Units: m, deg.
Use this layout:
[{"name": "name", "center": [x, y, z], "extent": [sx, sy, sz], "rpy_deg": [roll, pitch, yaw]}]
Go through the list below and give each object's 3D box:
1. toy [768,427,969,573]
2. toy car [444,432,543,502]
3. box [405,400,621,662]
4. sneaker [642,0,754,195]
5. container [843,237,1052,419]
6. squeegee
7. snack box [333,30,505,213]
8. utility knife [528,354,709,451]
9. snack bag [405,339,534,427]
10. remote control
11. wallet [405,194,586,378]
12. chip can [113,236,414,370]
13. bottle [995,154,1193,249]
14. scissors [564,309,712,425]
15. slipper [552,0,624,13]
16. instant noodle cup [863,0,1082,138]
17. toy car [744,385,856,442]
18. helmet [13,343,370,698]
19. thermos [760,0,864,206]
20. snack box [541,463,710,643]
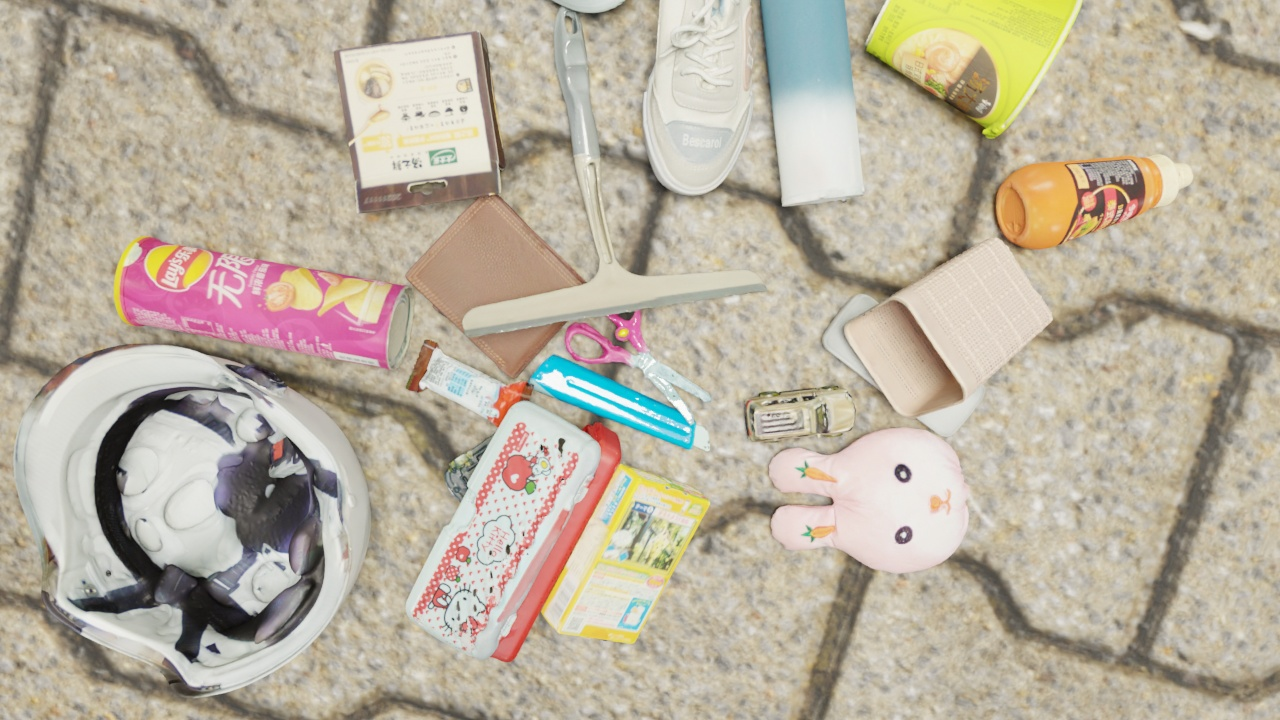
[{"name": "toy", "center": [0.185, 0.115, 0.747], "extent": [0.159, 0.054, 0.121], "rpy_deg": [-4, 97, 9]}, {"name": "toy car", "center": [-0.117, 0.081, 0.752], "extent": [0.090, 0.034, 0.043], "rpy_deg": [-38, 91, -10]}, {"name": "box", "center": [-0.101, 0.130, 0.724], "extent": [0.101, 0.095, 0.201], "rpy_deg": [27, 98, -8]}, {"name": "sneaker", "center": [0.053, -0.246, 0.678], "extent": [0.089, 0.091, 0.242], "rpy_deg": [1, 95, -13]}, {"name": "container", "center": [0.235, -0.027, 0.694], "extent": [0.110, 0.090, 0.090], "rpy_deg": [-32, 87, -20]}, {"name": "squeegee", "center": [-0.040, -0.155, 0.721], "extent": [0.246, 0.039, 0.246], "rpy_deg": [-10, 89, -19]}, {"name": "snack box", "center": [-0.169, -0.182, 0.712], "extent": [0.113, 0.053, 0.125], "rpy_deg": [-7, 97, 1]}, {"name": "utility knife", "center": [-0.014, 0.038, 0.754], "extent": [0.159, 0.018, 0.034], "rpy_deg": [23, 82, -3]}, {"name": "snack bag", "center": [-0.138, 0.021, 0.741], "extent": [0.104, 0.026, 0.048], "rpy_deg": [21, 90, 18]}, {"name": "remote control", "center": [0.214, 0.004, 0.747], "extent": [0.136, 0.020, 0.056], "rpy_deg": [36, 96, -3]}, {"name": "wallet", "center": [-0.113, -0.061, 0.739], "extent": [0.124, 0.032, 0.101], "rpy_deg": [44, 98, -4]}, {"name": "chip can", "center": [-0.290, -0.044, 0.721], "extent": [0.210, 0.071, 0.071], "rpy_deg": [10, 96, -1]}, {"name": "bottle", "center": [0.358, -0.130, 0.714], "extent": [0.149, 0.067, 0.067], "rpy_deg": [-13, 96, -5]}, {"name": "scissors", "center": [-0.004, 0.007, 0.746], "extent": [0.083, 0.017, 0.137], "rpy_deg": [-37, 91, -3]}, {"name": "slipper", "center": [-0.098, -0.355, 0.676], "extent": [0.245, 0.074, 0.104], "rpy_deg": [30, 84, 0]}, {"name": "instant noodle cup", "center": [0.239, -0.243, 0.683], "extent": [0.123, 0.111, 0.112], "rpy_deg": [29, 96, 6]}, {"name": "toy car", "center": [0.131, 0.045, 0.746], "extent": [0.090, 0.035, 0.042], "rpy_deg": [-6, 97, -1]}, {"name": "helmet", "center": [-0.318, 0.105, 0.701], "extent": [0.258, 0.146, 0.229], "rpy_deg": [36, 94, 5]}, {"name": "thermos", "center": [0.127, -0.230, 0.701], "extent": [0.070, 0.070, 0.220], "rpy_deg": [-8, 96, 1]}, {"name": "snack box", "center": [-0.011, 0.158, 0.739], "extent": [0.086, 0.034, 0.140], "rpy_deg": [22, 100, -40]}]
